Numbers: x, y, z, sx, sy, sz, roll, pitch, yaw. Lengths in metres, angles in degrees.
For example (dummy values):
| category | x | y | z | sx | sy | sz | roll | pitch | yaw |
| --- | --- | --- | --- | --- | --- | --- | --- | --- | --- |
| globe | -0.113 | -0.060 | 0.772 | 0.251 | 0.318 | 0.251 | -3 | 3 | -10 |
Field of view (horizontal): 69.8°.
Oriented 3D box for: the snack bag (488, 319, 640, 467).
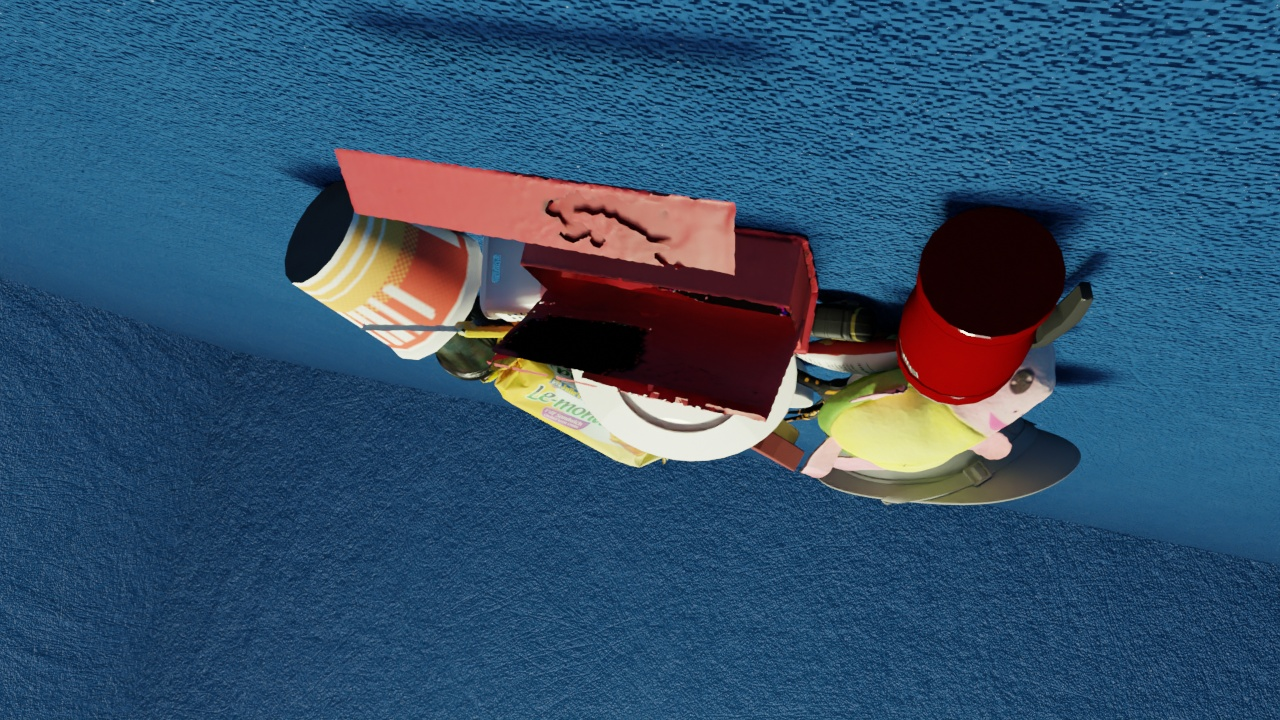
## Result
| category | x | y | z | sx | sy | sz | roll | pitch | yaw |
| --- | --- | --- | --- | --- | --- | --- | --- | --- | --- |
| snack bag | -0.082 | 0.042 | 1.141 | 0.247 | 0.068 | 0.159 | 31 | -167 | -19 |

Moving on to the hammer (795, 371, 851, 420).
| category | x | y | z | sx | sy | sz | roll | pitch | yaw |
| --- | --- | --- | --- | --- | --- | --- | --- | --- | --- |
| hammer | 0.100 | -0.009 | 0.936 | 0.320 | 0.036 | 0.124 | 22 | 133 | -30 |

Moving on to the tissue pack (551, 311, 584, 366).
| category | x | y | z | sx | sy | sz | roll | pitch | yaw |
| --- | --- | --- | --- | --- | --- | --- | --- | --- | --- |
| tissue pack | -0.005 | 0.005 | 0.925 | 0.182 | 0.070 | 0.112 | 35 | -172 | -12 |

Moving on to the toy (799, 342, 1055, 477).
| category | x | y | z | sx | sy | sz | roll | pitch | yaw |
| --- | --- | --- | --- | --- | --- | --- | --- | --- | --- |
| toy | 0.235 | 0.045 | 0.772 | 0.190 | 0.087 | 0.239 | 22 | 139 | -29 |

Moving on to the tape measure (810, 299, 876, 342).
| category | x | y | z | sx | sy | sz | roll | pitch | yaw |
| --- | --- | --- | --- | --- | --- | --- | --- | --- | --- |
| tape measure | 0.167 | -0.034 | 0.773 | 0.061 | 0.034 | 0.061 | 4 | -176 | -43 |

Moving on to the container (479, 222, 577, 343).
| category | x | y | z | sx | sy | sz | roll | pitch | yaw |
| --- | --- | --- | --- | --- | --- | --- | --- | --- | --- |
| container | -0.093 | -0.066 | 0.813 | 0.049 | 0.080 | 0.129 | -1 | 169 | 13 |

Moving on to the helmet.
| category | x | y | z | sx | sy | sz | roll | pitch | yaw |
| --- | --- | --- | --- | --- | --- | --- | --- | --- | --- |
| helmet | 0.280 | 0.049 | 0.903 | 0.272 | 0.118 | 0.182 | 0 | -158 | 47 |

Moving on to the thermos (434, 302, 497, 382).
| category | x | y | z | sx | sy | sz | roll | pitch | yaw |
| --- | --- | --- | --- | --- | --- | --- | --- | --- | --- |
| thermos | -0.230 | -0.035 | 1.168 | 0.098 | 0.098 | 0.221 | 12 | 167 | 4 |

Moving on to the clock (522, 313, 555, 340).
| category | x | y | z | sx | sy | sz | roll | pitch | yaw |
| --- | --- | --- | --- | --- | --- | --- | --- | --- | --- |
| clock | -0.058 | -0.039 | 1.041 | 0.159 | 0.045 | 0.122 | 11 | 172 | 15 |

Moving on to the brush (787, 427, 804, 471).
| category | x | y | z | sx | sy | sz | roll | pitch | yaw |
| --- | --- | --- | --- | --- | --- | --- | --- | --- | --- |
| brush | 0.108 | 0.065 | 1.016 | 0.082 | 0.042 | 0.173 | 32 | 177 | -43 |

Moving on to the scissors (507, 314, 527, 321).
| category | x | y | z | sx | sy | sz | roll | pitch | yaw |
| --- | --- | --- | --- | --- | --- | --- | --- | --- | --- |
| scissors | -0.090 | -0.031 | 1.244 | 0.201 | 0.015 | 0.205 | 17 | 171 | -17 |

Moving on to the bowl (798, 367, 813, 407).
| category | x | y | z | sx | sy | sz | roll | pitch | yaw |
| --- | --- | --- | --- | --- | --- | --- | --- | --- | --- |
| bowl | 0.148 | 0.017 | 1.072 | 0.115 | 0.050 | 0.115 | 12 | 169 | 2 |

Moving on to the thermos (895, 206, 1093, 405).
| category | x | y | z | sx | sy | sz | roll | pitch | yaw |
| --- | --- | --- | --- | --- | --- | --- | --- | --- | --- |
| thermos | 0.224 | -0.027 | 0.591 | 0.108 | 0.084 | 0.198 | -7 | 165 | 11 |

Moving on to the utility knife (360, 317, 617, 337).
| category | x | y | z | sx | sy | sz | roll | pitch | yaw |
| --- | --- | --- | --- | --- | --- | --- | --- | --- | --- |
| utility knife | -0.118 | -0.025 | 0.756 | 0.224 | 0.019 | 0.030 | -4 | -162 | -30 |

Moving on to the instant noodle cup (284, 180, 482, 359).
| category | x | y | z | sx | sy | sz | roll | pitch | yaw |
| --- | --- | --- | --- | --- | --- | --- | --- | --- | --- |
| instant noodle cup | -0.222 | -0.081 | 0.782 | 0.124 | 0.123 | 0.121 | 5 | 161 | 43 |

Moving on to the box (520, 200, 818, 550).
| category | x | y | z | sx | sy | sz | roll | pitch | yaw |
| --- | --- | --- | --- | --- | --- | --- | --- | --- | --- |
| box | 0.041 | 0.045 | 0.836 | 0.214 | 0.170 | 0.479 | 11 | 134 | 15 |

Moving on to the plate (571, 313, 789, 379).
| category | x | y | z | sx | sy | sz | roll | pitch | yaw |
| --- | --- | --- | --- | --- | --- | --- | --- | --- | --- |
| plate | 0.037 | 0.014 | 0.840 | 0.208 | 0.209 | 0.015 | 12 | -145 | 4 |

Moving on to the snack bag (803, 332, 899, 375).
| category | x | y | z | sx | sy | sz | roll | pitch | yaw |
| --- | --- | --- | --- | --- | --- | --- | --- | --- | --- |
| snack bag | 0.213 | -0.006 | 0.841 | 0.144 | 0.039 | 0.130 | -1 | 178 | 38 |
